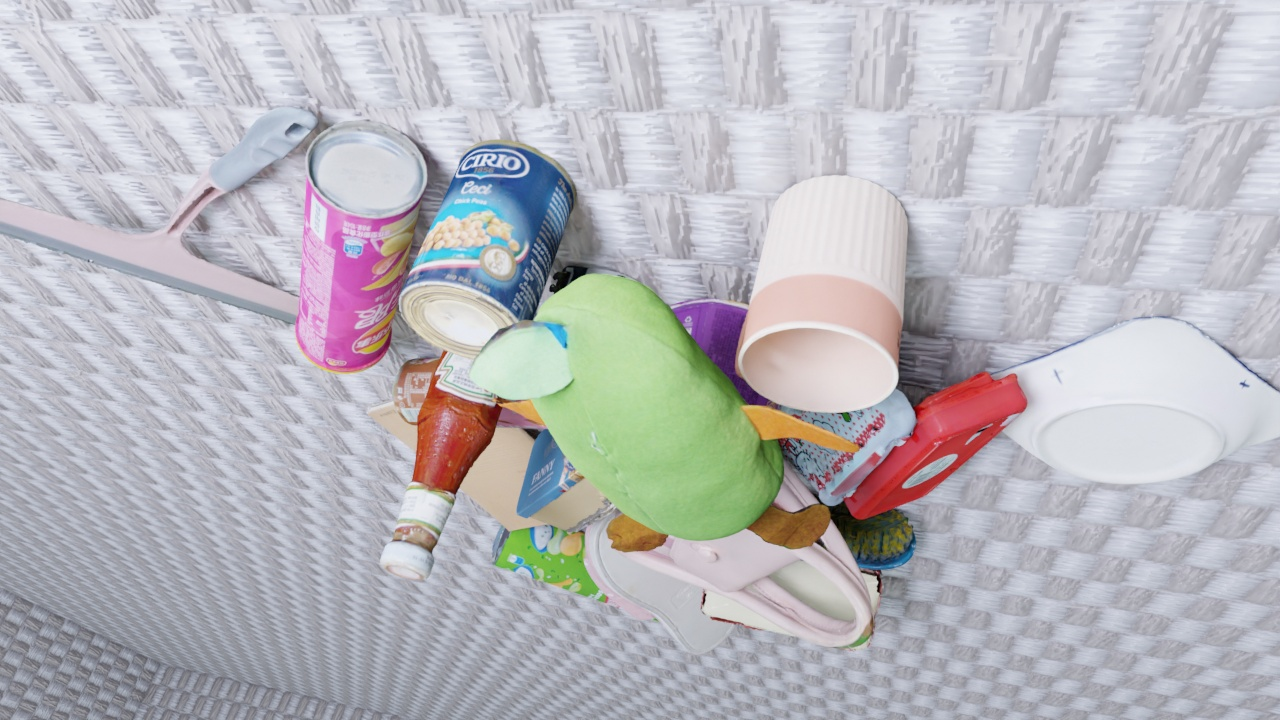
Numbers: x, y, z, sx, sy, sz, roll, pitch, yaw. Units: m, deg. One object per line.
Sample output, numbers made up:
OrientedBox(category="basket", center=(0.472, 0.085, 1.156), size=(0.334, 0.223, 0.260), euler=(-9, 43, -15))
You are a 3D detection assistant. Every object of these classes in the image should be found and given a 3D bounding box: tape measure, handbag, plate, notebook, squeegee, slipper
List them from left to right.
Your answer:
OrientedBox(category="squeegee", center=(-0.280, -0.115, 0.612), size=(0.250, 0.040, 0.247), euler=(-23, 149, 38))
OrientedBox(category="notebook", center=(-0.145, 0.098, 0.894), size=(0.150, 0.012, 0.211), euler=(-15, 130, 38))
OrientedBox(category="tape measure", center=(-0.025, -0.033, 0.636), size=(0.066, 0.033, 0.066), euler=(7, 150, 13))
OrientedBox(category="slipper", center=(0.023, 0.221, 0.960), size=(0.054, 0.114, 0.274), euler=(34, 166, 49))
OrientedBox(category="handbag", center=(0.096, 0.161, 0.778), size=(0.234, 0.093, 0.194), euler=(38, 149, -1))
OrientedBox(category="plate", center=(0.319, 0.042, 0.607), size=(0.163, 0.034, 0.165), euler=(29, 147, -21))

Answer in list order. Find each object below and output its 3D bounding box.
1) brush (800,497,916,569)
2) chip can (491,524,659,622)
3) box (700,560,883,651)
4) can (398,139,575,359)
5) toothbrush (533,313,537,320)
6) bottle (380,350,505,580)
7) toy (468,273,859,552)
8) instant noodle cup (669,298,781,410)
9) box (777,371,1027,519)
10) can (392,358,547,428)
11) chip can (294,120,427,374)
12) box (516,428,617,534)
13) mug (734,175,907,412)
OrientedBox(category="brush", center=(0.177, 0.162, 0.839), size=(0.144, 0.055, 0.073), euler=(3, 146, 19))
OrientedBox(category="chip can", center=(-0.050, 0.238, 1.045), size=(0.236, 0.072, 0.072), euler=(22, 148, -11))
OrientedBox(category="box", center=(0.146, 0.226, 0.900), size=(0.168, 0.091, 0.076), euler=(10, -171, 9))
OrientedBox(category="can", center=(-0.088, -0.063, 0.539), size=(0.075, 0.111, 0.075), euler=(11, 149, 7))
OrientedBox(category="toothbrush", center=(-0.004, 0.004, 0.705), size=(0.181, 0.018, 0.016), euler=(21, 141, -13))
OrientedBox(category="bottle", center=(-0.134, 0.054, 0.656), size=(0.060, 0.205, 0.060), euler=(11, 150, 6))
OrientedBox(category="toy", center=(0.012, 0.041, 0.516), size=(0.227, 0.089, 0.247), euler=(1, 143, 27))
OrientedBox(category="instant noodle cup", center=(0.050, 0.028, 0.639), size=(0.111, 0.099, 0.112), euler=(10, 150, 6))
OrientedBox(category="box", center=(0.170, 0.044, 0.658), size=(0.118, 0.098, 0.202), euler=(-19, 158, -12))
OrientedBox(category="can", center=(-0.129, 0.026, 0.752), size=(0.147, 0.057, 0.058), euler=(0, 146, 24))
OrientedBox(category="chip can", center=(-0.192, -0.067, 0.619), size=(0.071, 0.071, 0.211), euler=(22, 148, -11))
OrientedBox(category="box", center=(-0.041, 0.081, 0.767), size=(0.060, 0.089, 0.185), euler=(27, 140, -21))
OrientedBox(category="mug", center=(0.095, -0.031, 0.515), size=(0.081, 0.105, 0.115), euler=(27, 147, -19))
